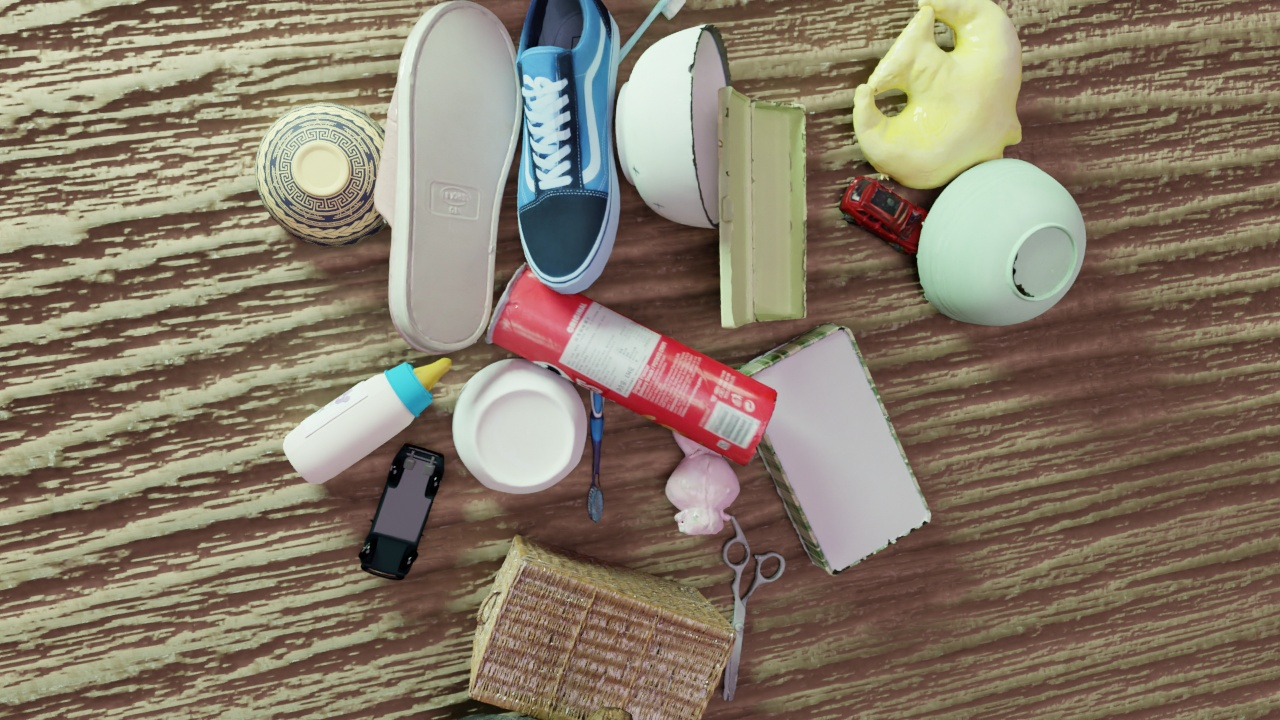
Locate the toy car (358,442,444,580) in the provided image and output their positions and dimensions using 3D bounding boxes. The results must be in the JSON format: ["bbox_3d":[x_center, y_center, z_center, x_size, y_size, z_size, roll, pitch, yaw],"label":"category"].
[{"bbox_3d":[-0.197,0.125,0.760,0.046,0.034,0.112,19,91,-12],"label":"toy car"}]

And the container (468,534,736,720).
[{"bbox_3d":[-0.037,0.230,0.761,0.198,0.113,0.114,21,92,-12],"label":"container"}]

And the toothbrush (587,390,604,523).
[{"bbox_3d":[-0.036,0.048,0.791,0.016,0.017,0.189,0,97,-10],"label":"toothbrush"}]

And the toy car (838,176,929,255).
[{"bbox_3d":[0.221,-0.129,0.812,0.091,0.036,0.042,28,89,-18],"label":"toy car"}]

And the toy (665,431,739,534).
[{"bbox_3d":[0.054,0.096,0.800,0.063,0.047,0.110,6,84,-14],"label":"toy"}]

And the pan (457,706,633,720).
[{"bbox_3d":[-0.052,0.288,0.679,0.207,0.358,0.040,18,55,-6],"label":"pan"}]

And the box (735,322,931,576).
[{"bbox_3d":[0.169,0.079,0.818,0.117,0.050,0.205,-29,101,-9],"label":"box"}]

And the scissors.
[{"bbox_3d":[0.082,0.226,0.835,0.095,0.014,0.170,30,87,-14],"label":"scissors"}]

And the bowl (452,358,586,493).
[{"bbox_3d":[-0.098,0.058,0.755,0.116,0.066,0.116,-1,96,-10],"label":"bowl"}]

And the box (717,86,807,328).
[{"bbox_3d":[0.095,-0.123,0.759,0.044,0.140,0.188,3,99,33],"label":"box"}]

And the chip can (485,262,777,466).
[{"bbox_3d":[-0.004,0.004,0.741,0.233,0.073,0.073,26,91,-1],"label":"chip can"}]

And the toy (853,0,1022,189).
[{"bbox_3d":[0.265,-0.223,0.793,0.155,0.064,0.170,34,95,-20],"label":"toy"}]

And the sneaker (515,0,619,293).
[{"bbox_3d":[-0.068,-0.175,0.692,0.083,0.098,0.241,-2,79,25],"label":"sneaker"}]

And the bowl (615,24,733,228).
[{"bbox_3d":[0.027,-0.180,0.722,0.073,0.153,0.153,0,97,17],"label":"bowl"}]

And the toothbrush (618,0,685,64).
[{"bbox_3d":[-0.025,-0.239,0.763,0.016,0.016,0.180,41,87,-21],"label":"toothbrush"}]

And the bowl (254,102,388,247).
[{"bbox_3d":[-0.242,-0.145,0.708,0.112,0.061,0.112,-1,96,-11],"label":"bowl"}]

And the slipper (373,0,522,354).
[{"bbox_3d":[-0.151,-0.141,0.710,0.114,0.055,0.274,10,84,-44],"label":"slipper"}]

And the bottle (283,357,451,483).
[{"bbox_3d":[-0.214,0.041,0.740,0.146,0.051,0.051,-35,101,-5],"label":"bottle"}]

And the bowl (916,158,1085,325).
[{"bbox_3d":[0.325,-0.094,0.796,0.150,0.077,0.151,-6,113,-15],"label":"bowl"}]
